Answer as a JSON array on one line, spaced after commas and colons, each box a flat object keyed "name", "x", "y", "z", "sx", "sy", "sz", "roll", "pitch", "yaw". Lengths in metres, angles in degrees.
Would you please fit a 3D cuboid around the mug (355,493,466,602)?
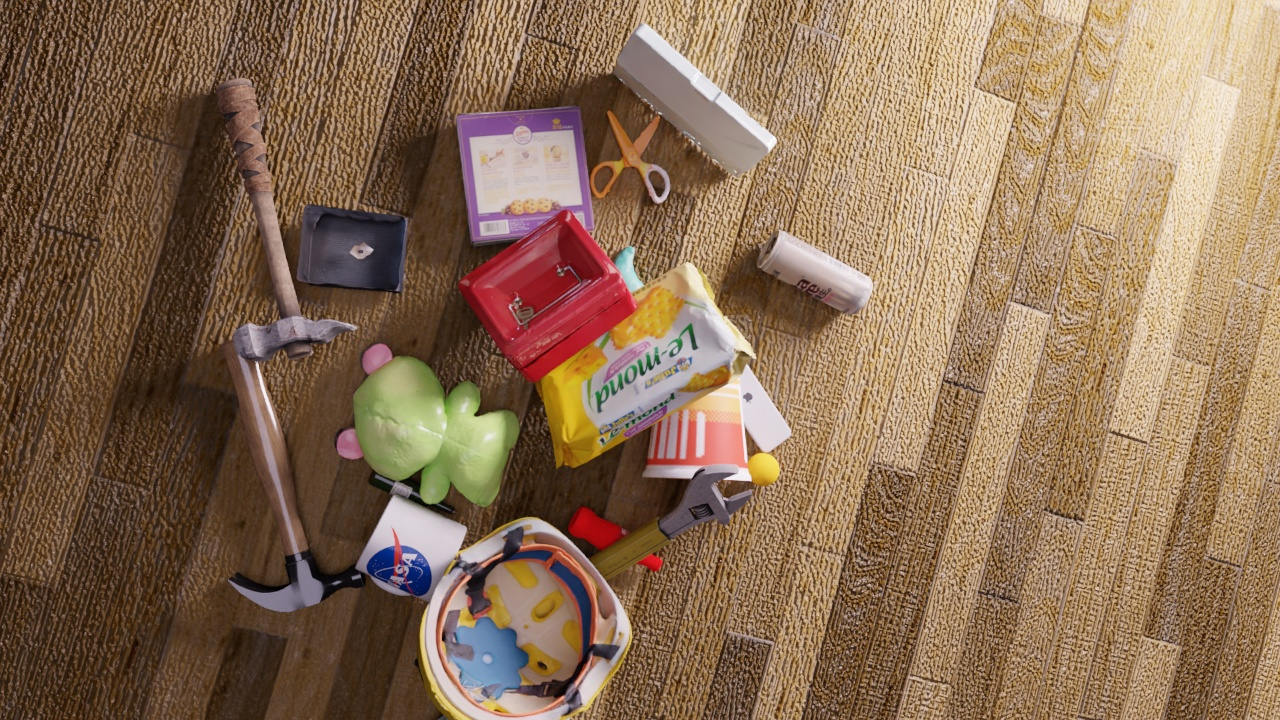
[{"name": "mug", "x": -0.262, "y": 0.219, "z": 1.029, "sx": 0.090, "sy": 0.090, "sz": 0.121, "roll": 28, "pitch": 121, "yaw": -9}]

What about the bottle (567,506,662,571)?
[{"name": "bottle", "x": -0.028, "y": 0.216, "z": 1.089, "sx": 0.119, "sy": 0.036, "sz": 0.036, "roll": 31, "pitch": 85, "yaw": -9}]

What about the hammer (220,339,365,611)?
[{"name": "hammer", "x": -0.413, "y": 0.125, "z": 1.022, "sx": 0.132, "sy": 0.040, "sz": 0.305, "roll": -15, "pitch": 92, "yaw": -10}]

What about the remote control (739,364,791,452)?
[{"name": "remote control", "x": 0.130, "y": 0.044, "z": 1.129, "sx": 0.045, "sy": 0.008, "sz": 0.146, "roll": -35, "pitch": 96, "yaw": -8}]

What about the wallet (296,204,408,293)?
[{"name": "wallet", "x": -0.324, "y": -0.124, "z": 1.039, "sx": 0.115, "sy": 0.026, "sz": 0.089, "roll": 6, "pitch": 89, "yaw": -8}]

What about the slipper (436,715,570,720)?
[{"name": "slipper", "x": -0.187, "y": 0.441, "z": 1.045, "sx": 0.245, "sy": 0.074, "sz": 0.104, "roll": -29, "pitch": 96, "yaw": -7}]

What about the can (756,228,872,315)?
[{"name": "can", "x": 0.213, "y": -0.106, "z": 1.120, "sx": 0.135, "sy": 0.054, "sz": 0.054, "roll": 26, "pitch": 86, "yaw": -9}]

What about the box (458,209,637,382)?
[{"name": "box", "x": -0.100, "y": -0.070, "z": 1.016, "sx": 0.157, "sy": 0.092, "sz": 0.129, "roll": -33, "pitch": 59, "yaw": -3}]

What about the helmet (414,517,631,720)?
[{"name": "helmet", "x": -0.145, "y": 0.306, "z": 0.991, "sx": 0.209, "sy": 0.140, "sz": 0.239, "roll": 48, "pitch": 48, "yaw": 8}]

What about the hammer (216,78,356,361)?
[{"name": "hammer", "x": -0.407, "y": -0.156, "z": 1.002, "sx": 0.121, "sy": 0.049, "sz": 0.318, "roll": -16, "pitch": 85, "yaw": -1}]

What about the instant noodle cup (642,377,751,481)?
[{"name": "instant noodle cup", "x": 0.067, "y": 0.077, "z": 1.068, "sx": 0.123, "sy": 0.123, "sz": 0.121, "roll": 3, "pitch": 82, "yaw": -10}]

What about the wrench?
[{"name": "wrench", "x": 0.010, "y": 0.198, "z": 1.038, "sx": 0.274, "sy": 0.018, "sz": 0.083, "roll": -34, "pitch": 121, "yaw": 22}]

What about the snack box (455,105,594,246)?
[{"name": "snack box", "x": -0.134, "y": -0.213, "z": 1.065, "sx": 0.143, "sy": 0.040, "sz": 0.148, "roll": -7, "pitch": 92, "yaw": -10}]

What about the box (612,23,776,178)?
[{"name": "box", "x": 0.055, "y": -0.286, "z": 1.048, "sx": 0.197, "sy": 0.135, "sz": 0.040, "roll": 40, "pitch": 73, "yaw": -8}]

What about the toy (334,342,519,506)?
[{"name": "toy", "x": -0.234, "y": 0.081, "z": 1.023, "sx": 0.196, "sy": 0.107, "sz": 0.150, "roll": 21, "pitch": 87, "yaw": -19}]

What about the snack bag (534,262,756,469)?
[{"name": "snack bag", "x": -0.006, "y": 0.006, "z": 1.021, "sx": 0.247, "sy": 0.159, "sz": 0.068, "roll": -29, "pitch": 139, "yaw": 7}]

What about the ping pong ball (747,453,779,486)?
[{"name": "ping pong ball", "x": 0.149, "y": 0.133, "z": 1.117, "sx": 0.040, "sy": 0.040, "sz": 0.040, "roll": 0, "pitch": 90, "yaw": -10}]

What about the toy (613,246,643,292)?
[{"name": "toy", "x": 0.007, "y": -0.080, "z": 1.096, "sx": 0.105, "sy": 0.033, "sz": 0.085, "roll": 28, "pitch": 76, "yaw": -6}]

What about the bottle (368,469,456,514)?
[{"name": "bottle", "x": -0.260, "y": 0.152, "z": 1.054, "sx": 0.106, "sy": 0.025, "sz": 0.025, "roll": 27, "pitch": 86, "yaw": -9}]

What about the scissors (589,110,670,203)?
[{"name": "scissors", "x": -0.006, "y": -0.239, "z": 1.102, "sx": 0.128, "sy": 0.011, "sz": 0.125, "roll": 34, "pitch": 86, "yaw": -10}]
